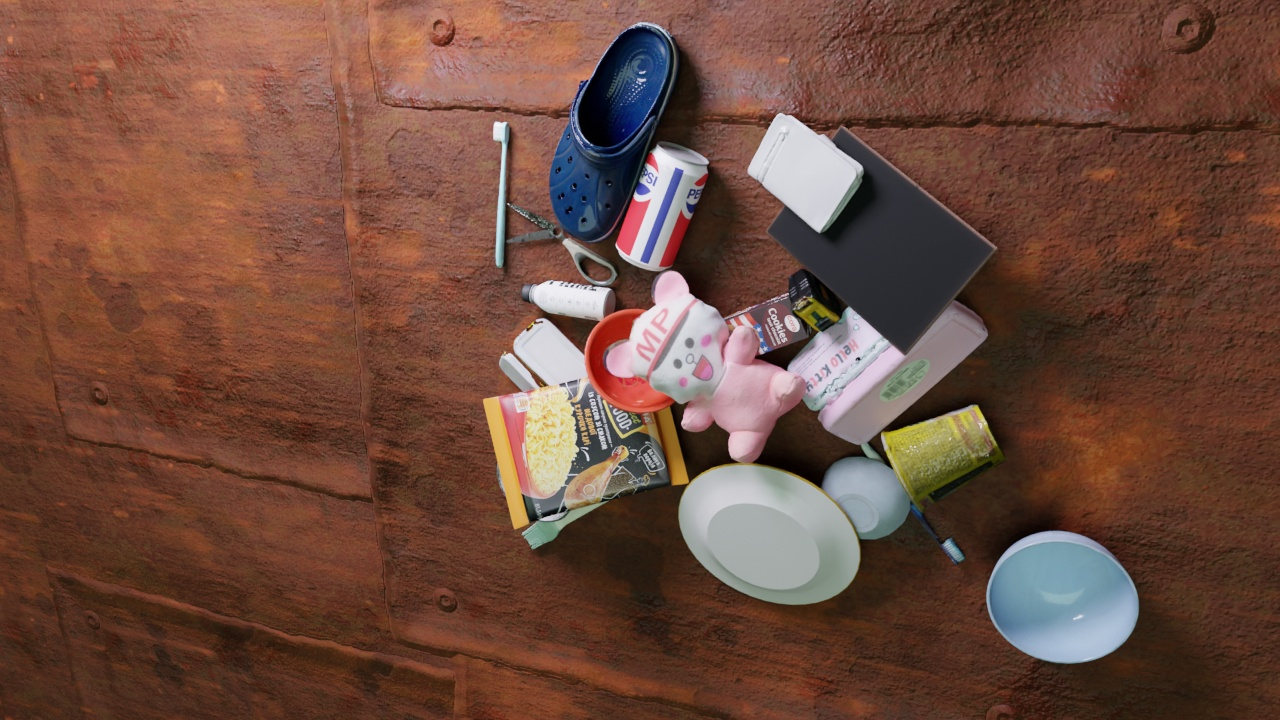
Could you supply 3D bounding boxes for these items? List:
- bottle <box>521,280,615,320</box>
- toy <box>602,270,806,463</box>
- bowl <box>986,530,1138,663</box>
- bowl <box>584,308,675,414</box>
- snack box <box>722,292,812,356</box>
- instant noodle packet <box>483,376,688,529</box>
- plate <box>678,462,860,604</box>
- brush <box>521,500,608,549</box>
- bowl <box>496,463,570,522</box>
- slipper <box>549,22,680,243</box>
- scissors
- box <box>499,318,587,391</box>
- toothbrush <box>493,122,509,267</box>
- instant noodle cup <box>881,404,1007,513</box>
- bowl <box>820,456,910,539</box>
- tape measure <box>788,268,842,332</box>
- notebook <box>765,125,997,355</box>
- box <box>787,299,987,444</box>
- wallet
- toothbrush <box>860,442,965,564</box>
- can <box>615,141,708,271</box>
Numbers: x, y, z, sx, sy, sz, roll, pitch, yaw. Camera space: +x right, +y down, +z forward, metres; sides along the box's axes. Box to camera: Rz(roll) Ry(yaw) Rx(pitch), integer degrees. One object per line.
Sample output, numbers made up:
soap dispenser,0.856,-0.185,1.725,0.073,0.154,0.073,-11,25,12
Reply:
bottle,-0.091,-0.076,1.132,0.116,0.041,0.041,10,111,18
toy,0.074,0.009,1.037,0.213,0.084,0.142,34,109,4
bowl,0.462,0.249,1.014,0.151,0.074,0.151,7,111,19
bowl,-0.007,0.006,1.101,0.130,0.130,0.045,42,158,3
snack box,0.123,-0.031,1.070,0.141,0.031,0.051,-21,100,26
instant noodle packet,-0.066,0.099,1.123,0.220,0.032,0.160,-14,87,-5
plate,0.151,0.221,1.120,0.230,0.021,0.230,14,128,18
brush,-0.077,0.198,1.240,0.218,0.012,0.033,-34,94,26
bowl,-0.123,0.147,1.202,0.116,0.065,0.116,13,120,23
slipper,-0.041,-0.253,1.019,0.105,0.095,0.253,29,110,10
scissors,-0.084,-0.153,1.117,0.158,0.012,0.169,-35,93,25
box,-0.084,0.047,1.184,0.210,0.080,0.084,45,77,0
toothbrush,-0.173,-0.202,1.133,0.016,0.016,0.181,10,111,15
instant noodle cup,0.334,0.101,1.006,0.108,0.102,0.102,-28,97,18
bowl,0.258,0.168,1.073,0.106,0.039,0.106,14,122,24
tape measure,0.191,-0.063,1.016,0.038,0.067,0.062,-38,122,26
notebook,0.245,-0.127,0.964,0.209,0.008,0.142,47,119,23
box,0.268,-0.012,1.020,0.100,0.103,0.202,24,122,-32
wallet,0.176,-0.202,0.981,0.116,0.032,0.086,46,126,17
toothbrush,0.317,0.164,1.074,0.017,0.016,0.189,-39,92,17
can,0.024,-0.173,1.037,0.070,0.070,0.132,27,116,10
